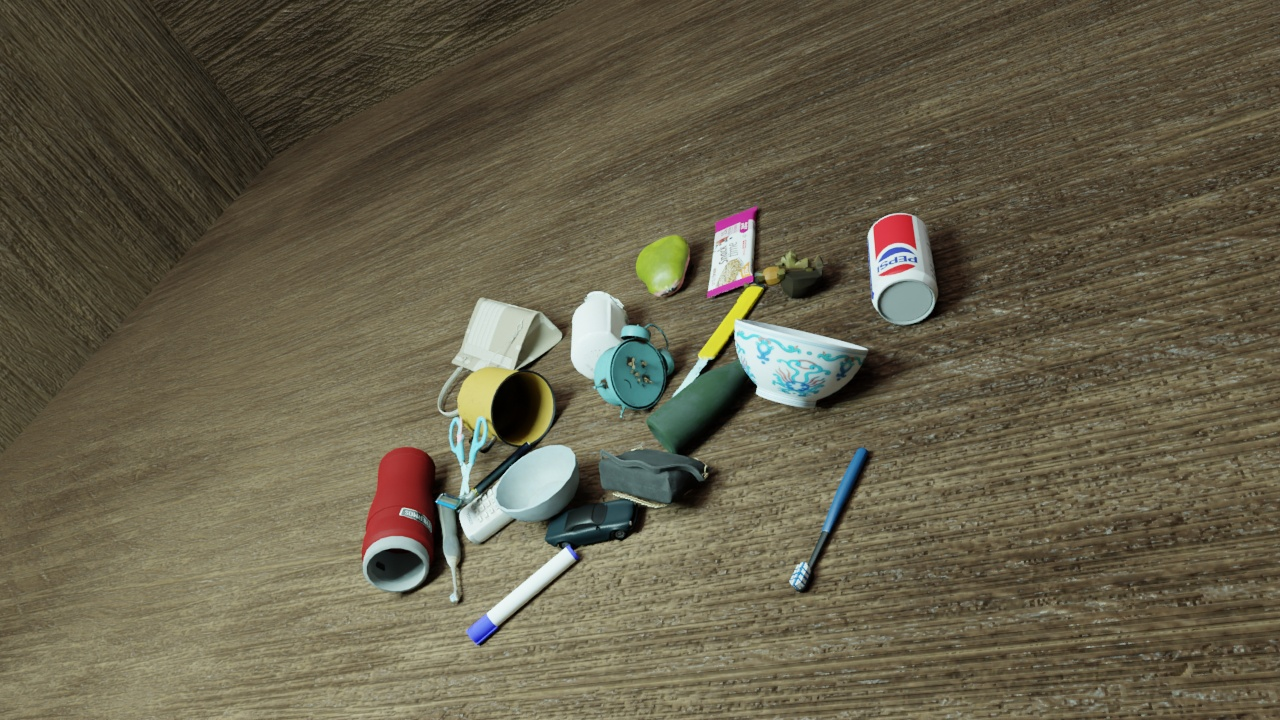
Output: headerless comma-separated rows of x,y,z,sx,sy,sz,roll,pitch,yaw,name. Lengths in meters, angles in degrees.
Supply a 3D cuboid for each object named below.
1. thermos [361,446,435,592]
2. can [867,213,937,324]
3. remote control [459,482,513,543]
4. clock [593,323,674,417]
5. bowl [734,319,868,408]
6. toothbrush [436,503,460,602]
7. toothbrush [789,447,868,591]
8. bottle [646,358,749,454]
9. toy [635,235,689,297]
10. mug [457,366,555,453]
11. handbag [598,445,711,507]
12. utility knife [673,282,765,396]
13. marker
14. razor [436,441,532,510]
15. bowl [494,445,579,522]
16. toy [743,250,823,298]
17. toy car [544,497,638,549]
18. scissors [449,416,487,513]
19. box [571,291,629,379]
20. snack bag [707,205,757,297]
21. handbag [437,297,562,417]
-0.311,0.206,1.172,0.108,0.084,0.198,-46,27,17,thermos
0.297,-0.106,1.045,0.070,0.070,0.131,-17,36,24,can
-0.161,0.169,1.133,0.138,0.025,0.060,-37,32,-4,remote control
-0.007,0.007,1.153,0.053,0.090,0.124,-7,41,50,clock
0.165,0.007,0.990,0.144,0.143,0.074,21,101,52,bowl
-0.231,0.228,1.123,0.024,0.022,0.185,-37,33,5,toothbrush
0.181,0.147,0.870,0.014,0.014,0.167,-11,38,50,toothbrush
0.088,0.035,1.062,0.174,0.055,0.055,-39,33,-11,bottle
0.032,-0.135,1.337,0.090,0.051,0.109,-24,36,20,toy
-0.188,0.069,1.222,0.094,0.100,0.123,7,58,49,mug
0.016,0.120,1.005,0.129,0.054,0.078,6,19,44,handbag
0.097,-0.025,1.166,0.031,0.019,0.223,-1,40,49,utility knife
-0.127,0.255,0.998,0.141,0.020,0.020,-39,33,-8,marker
-0.188,0.146,1.149,0.043,0.022,0.143,11,35,41,razor
-0.114,0.149,1.065,0.106,0.039,0.106,-22,30,13,bowl
0.179,-0.106,1.153,0.100,0.063,0.076,-7,19,8,toy
-0.055,0.179,1.017,0.112,0.034,0.046,-17,36,25,toy car
-0.216,0.128,1.176,0.111,0.015,0.140,-35,61,41,scissors
-0.053,-0.042,1.268,0.089,0.080,0.143,-40,28,20,box
0.132,-0.158,1.309,0.070,0.016,0.196,-20,34,24,snack bag
-0.240,0.005,1.408,0.176,0.062,0.197,16,66,51,handbag
